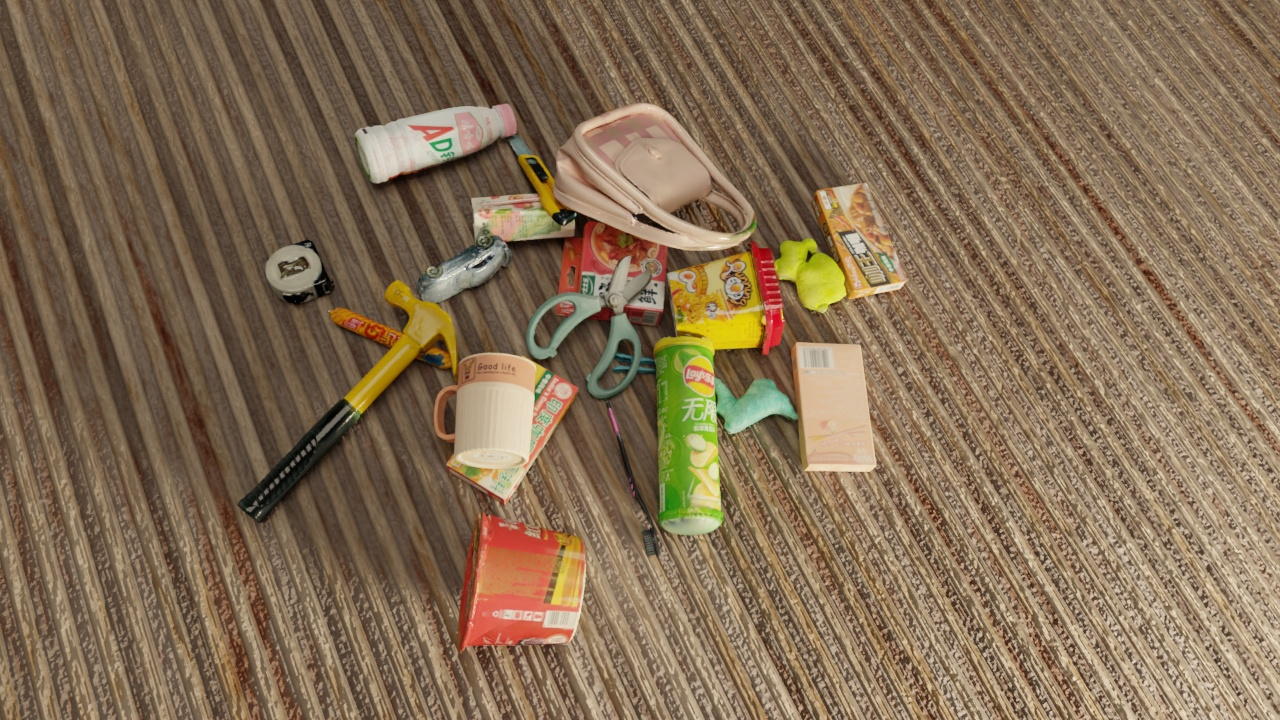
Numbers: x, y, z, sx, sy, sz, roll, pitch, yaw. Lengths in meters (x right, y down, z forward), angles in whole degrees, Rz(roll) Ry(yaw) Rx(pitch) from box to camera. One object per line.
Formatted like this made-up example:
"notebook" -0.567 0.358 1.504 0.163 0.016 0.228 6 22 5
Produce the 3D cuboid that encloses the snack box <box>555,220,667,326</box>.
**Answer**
"snack box" -0.034 -0.107 1.117 0.127 0.044 0.113 6 66 -5

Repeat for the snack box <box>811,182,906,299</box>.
"snack box" 0.283 -0.157 1.194 0.075 0.026 0.153 -11 69 -12

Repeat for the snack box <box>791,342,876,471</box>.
"snack box" 0.229 0.055 1.096 0.084 0.026 0.157 2 67 -8

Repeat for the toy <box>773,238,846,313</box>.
"toy" 0.217 -0.110 1.162 0.100 0.031 0.096 21 68 5

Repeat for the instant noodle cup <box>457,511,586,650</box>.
"instant noodle cup" -0.119 0.227 0.921 0.108 0.138 0.137 10 66 -13

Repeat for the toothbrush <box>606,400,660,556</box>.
"toothbrush" -0.013 0.131 1.037 0.018 0.014 0.189 -18 70 -3

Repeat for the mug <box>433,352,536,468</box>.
"mug" -0.170 0.057 0.985 0.115 0.081 0.105 -8 67 19

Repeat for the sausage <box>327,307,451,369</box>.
"sausage" -0.286 -0.025 1.059 0.165 0.021 0.021 22 66 2

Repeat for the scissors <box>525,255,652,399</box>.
"scissors" -0.037 -0.033 1.069 0.177 0.019 0.171 -36 94 -4

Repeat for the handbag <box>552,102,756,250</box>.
"handbag" 0.031 -0.204 1.094 0.234 0.094 0.192 37 40 15

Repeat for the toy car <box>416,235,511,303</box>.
"toy car" -0.208 -0.105 1.086 0.120 0.054 0.037 -32 73 -19

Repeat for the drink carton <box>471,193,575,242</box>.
"drink carton" -0.144 -0.177 1.123 0.122 0.046 0.053 -6 36 -9

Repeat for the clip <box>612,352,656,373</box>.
"clip" -0.005 0.005 1.091 0.057 0.014 0.047 8 66 -7

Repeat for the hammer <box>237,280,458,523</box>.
"hammer" -0.316 0.053 1.002 0.129 0.033 0.300 38 73 8

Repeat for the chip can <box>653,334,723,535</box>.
"chip can" 0.053 0.084 1.033 0.072 0.073 0.221 2 67 -7

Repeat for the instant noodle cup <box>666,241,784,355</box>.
"instant noodle cup" 0.098 -0.066 1.089 0.123 0.116 0.116 -9 69 1

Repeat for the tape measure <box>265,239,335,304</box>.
"tape measure" -0.400 -0.100 1.069 0.066 0.034 0.065 -26 71 -18

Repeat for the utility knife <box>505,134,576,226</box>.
"utility knife" -0.128 -0.230 1.133 0.033 0.015 0.216 -12 46 -23

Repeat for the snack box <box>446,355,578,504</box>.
"snack box" -0.142 0.077 1.033 0.077 0.027 0.155 30 67 5

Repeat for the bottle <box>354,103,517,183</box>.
"bottle" -0.252 -0.279 1.148 0.196 0.068 0.068 -21 72 -18

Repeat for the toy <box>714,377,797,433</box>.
"toy" 0.126 0.050 1.083 0.091 0.030 0.096 -28 68 -20
